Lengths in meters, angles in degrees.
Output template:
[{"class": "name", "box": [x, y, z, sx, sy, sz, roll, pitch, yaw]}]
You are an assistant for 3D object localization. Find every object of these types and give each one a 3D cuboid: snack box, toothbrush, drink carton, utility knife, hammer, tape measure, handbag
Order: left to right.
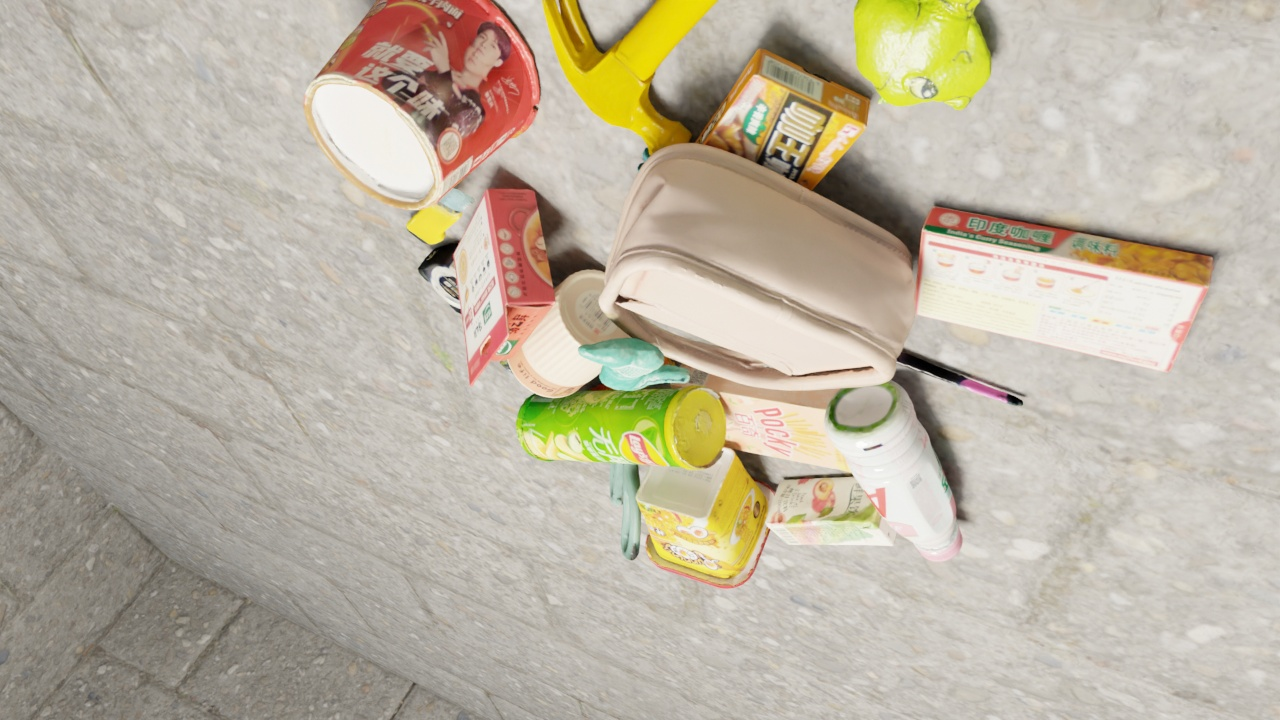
[{"class": "utility knife", "box": [-0.164, -0.119, 0.756, 0.033, 0.015, 0.216, 33, 167, -19]}, {"class": "tape measure", "box": [-0.164, -0.076, 0.853, 0.066, 0.033, 0.066, -3, 136, 45]}, {"class": "snack box", "box": [-0.113, -0.057, 0.753, 0.044, 0.127, 0.113, -2, 160, -27]}, {"class": "handbag", "box": [0.056, -0.037, 0.643, 0.193, 0.093, 0.235, 23, 159, -12]}, {"class": "hammer", "box": [0.045, -0.217, 0.490, 0.129, 0.032, 0.302, 39, 147, -15]}, {"class": "snack box", "box": [0.071, -0.124, 0.583, 0.075, 0.026, 0.154, 22, 149, -12]}, {"class": "snack box", "box": [0.108, 0.050, 0.805, 0.157, 0.026, 0.084, 9, 142, 32]}, {"class": "drink carton", "box": [0.180, 0.140, 0.844, 0.123, 0.053, 0.045, -11, 133, 47]}, {"class": "toothbrush", "box": [0.189, -0.005, 0.677, 0.189, 0.014, 0.018, 21, 137, 15]}, {"class": "snack box", "box": [0.250, -0.044, 0.561, 0.156, 0.027, 0.077, 16, 145, 23]}]

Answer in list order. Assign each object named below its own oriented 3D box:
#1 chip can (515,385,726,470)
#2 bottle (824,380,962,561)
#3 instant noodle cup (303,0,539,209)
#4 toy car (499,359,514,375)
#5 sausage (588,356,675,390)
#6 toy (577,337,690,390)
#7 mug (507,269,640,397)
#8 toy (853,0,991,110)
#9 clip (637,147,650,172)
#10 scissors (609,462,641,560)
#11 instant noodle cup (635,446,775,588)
[{"class": "chip can", "box": [-0.025, 0.060, 0.841, 0.222, 0.072, 0.072, -3, 135, 46]}, {"class": "bottle", "box": [0.215, 0.098, 0.748, 0.068, 0.068, 0.197, -1, 139, 40]}, {"class": "instant noodle cup", "box": [-0.154, -0.179, 0.633, 0.138, 0.108, 0.138, 21, 146, 15]}, {"class": "toy car", "box": [-0.103, -0.002, 0.902, 0.054, 0.036, 0.121, 35, 158, -9]}, {"class": "sausage", "box": [-0.016, 0.024, 0.877, 0.021, 0.021, 0.166, 42, 147, -16]}, {"class": "toy", "box": [-0.004, 0.004, 0.722, 0.096, 0.030, 0.092, 3, 164, -7]}, {"class": "mug", "box": [-0.045, -0.019, 0.800, 0.114, 0.081, 0.106, 14, 154, -25]}, {"class": "toy", "box": [0.143, -0.175, 0.468, 0.096, 0.031, 0.100, 32, 143, -1]}, {"class": "clip", "box": [0.024, -0.129, 0.644, 0.057, 0.014, 0.047, 29, 151, -2]}, {"class": "scissors", "box": [-0.011, 0.123, 0.920, 0.019, 0.170, 0.177, 0, 141, -11]}, {"class": "instant noodle cup", "box": [0.058, 0.138, 0.874, 0.116, 0.115, 0.124, 12, 150, 28]}]
